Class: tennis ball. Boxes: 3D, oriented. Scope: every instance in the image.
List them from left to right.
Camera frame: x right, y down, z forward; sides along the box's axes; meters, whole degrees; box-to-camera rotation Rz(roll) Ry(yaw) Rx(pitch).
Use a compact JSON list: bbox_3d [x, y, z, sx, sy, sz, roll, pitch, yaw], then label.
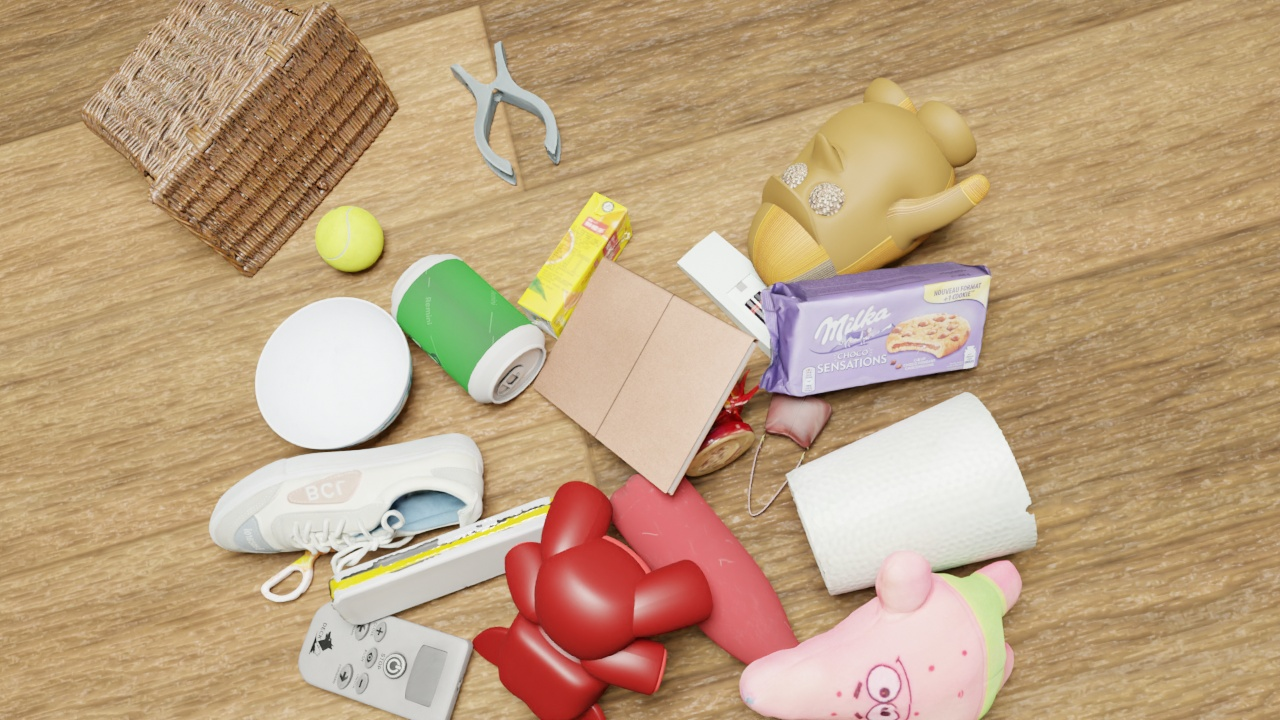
[{"bbox_3d":[-0.290,-0.121,0.916,0.065,0.065,0.065,-2,71,6],"label":"tennis ball"}]

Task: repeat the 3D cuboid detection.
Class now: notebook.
[{"bbox_3d":[-0.005,0.005,0.795,0.209,0.008,0.141,33,96,45],"label":"notebook"}]

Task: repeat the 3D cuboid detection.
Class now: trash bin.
[{"bbox_3d":[0.212,0.115,0.746,0.161,0.133,0.133,-20,70,5],"label":"trash bin"}]

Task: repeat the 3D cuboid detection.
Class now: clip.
[{"bbox_3d":[-0.122,-0.272,0.969,0.127,0.028,0.167,-23,71,-3],"label":"clip"}]

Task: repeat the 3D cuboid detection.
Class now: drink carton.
[{"bbox_3d":[-0.059,-0.090,0.881,0.043,0.058,0.134,30,77,13],"label":"drink carton"}]

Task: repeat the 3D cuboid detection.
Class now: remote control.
[{"bbox_3d":[-0.225,0.260,0.796,0.151,0.019,0.074,12,73,16],"label":"remote control"},{"bbox_3d":[0.099,-0.063,0.870,0.049,0.024,0.143,-41,71,-7],"label":"remote control"}]

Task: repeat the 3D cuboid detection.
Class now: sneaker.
[{"bbox_3d":[-0.254,0.134,0.797,0.242,0.090,0.090,-13,42,-5],"label":"sneaker"}]

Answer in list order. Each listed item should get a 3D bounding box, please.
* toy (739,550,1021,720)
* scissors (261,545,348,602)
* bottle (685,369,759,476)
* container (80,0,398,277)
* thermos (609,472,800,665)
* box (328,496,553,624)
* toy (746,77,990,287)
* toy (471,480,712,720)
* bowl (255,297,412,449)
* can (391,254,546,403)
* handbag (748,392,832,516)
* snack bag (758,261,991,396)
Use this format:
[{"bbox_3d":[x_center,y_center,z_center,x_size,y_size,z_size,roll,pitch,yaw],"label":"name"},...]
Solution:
[{"bbox_3d":[0.188,0.229,0.693,0.236,0.097,0.192,-8,103,-13],"label":"toy"},{"bbox_3d":[-0.294,0.179,0.843,0.133,0.012,0.096,-7,68,3],"label":"scissors"},{"bbox_3d":[0.049,0.034,0.807,0.099,0.099,0.111,-28,64,-3],"label":"bottle"},{"bbox_3d":[-0.412,-0.253,0.932,0.183,0.162,0.249,33,78,21],"label":"container"},{"bbox_3d":[0.069,0.191,0.763,0.073,0.073,0.240,-39,77,-7],"label":"thermos"},{"bbox_3d":[-0.161,0.172,0.792,0.209,0.064,0.033,-20,56,-8],"label":"box"},{"bbox_3d":[0.181,-0.144,0.824,0.203,0.162,0.198,-42,43,0],"label":"toy"},{"bbox_3d":[-0.048,0.214,0.740,0.158,0.120,0.198,35,122,14],"label":"toy"},{"bbox_3d":[-0.274,0.021,0.861,0.144,0.074,0.143,-2,71,6],"label":"bowl"},{"bbox_3d":[-0.161,-0.030,0.858,0.140,0.088,0.087,41,80,18],"label":"can"},{"bbox_3d":[0.124,0.084,0.819,0.055,0.029,0.119,23,81,16],"label":"handbag"},{"bbox_3d":[0.201,-0.032,0.795,0.205,0.096,0.058,-8,31,-10],"label":"snack bag"}]
